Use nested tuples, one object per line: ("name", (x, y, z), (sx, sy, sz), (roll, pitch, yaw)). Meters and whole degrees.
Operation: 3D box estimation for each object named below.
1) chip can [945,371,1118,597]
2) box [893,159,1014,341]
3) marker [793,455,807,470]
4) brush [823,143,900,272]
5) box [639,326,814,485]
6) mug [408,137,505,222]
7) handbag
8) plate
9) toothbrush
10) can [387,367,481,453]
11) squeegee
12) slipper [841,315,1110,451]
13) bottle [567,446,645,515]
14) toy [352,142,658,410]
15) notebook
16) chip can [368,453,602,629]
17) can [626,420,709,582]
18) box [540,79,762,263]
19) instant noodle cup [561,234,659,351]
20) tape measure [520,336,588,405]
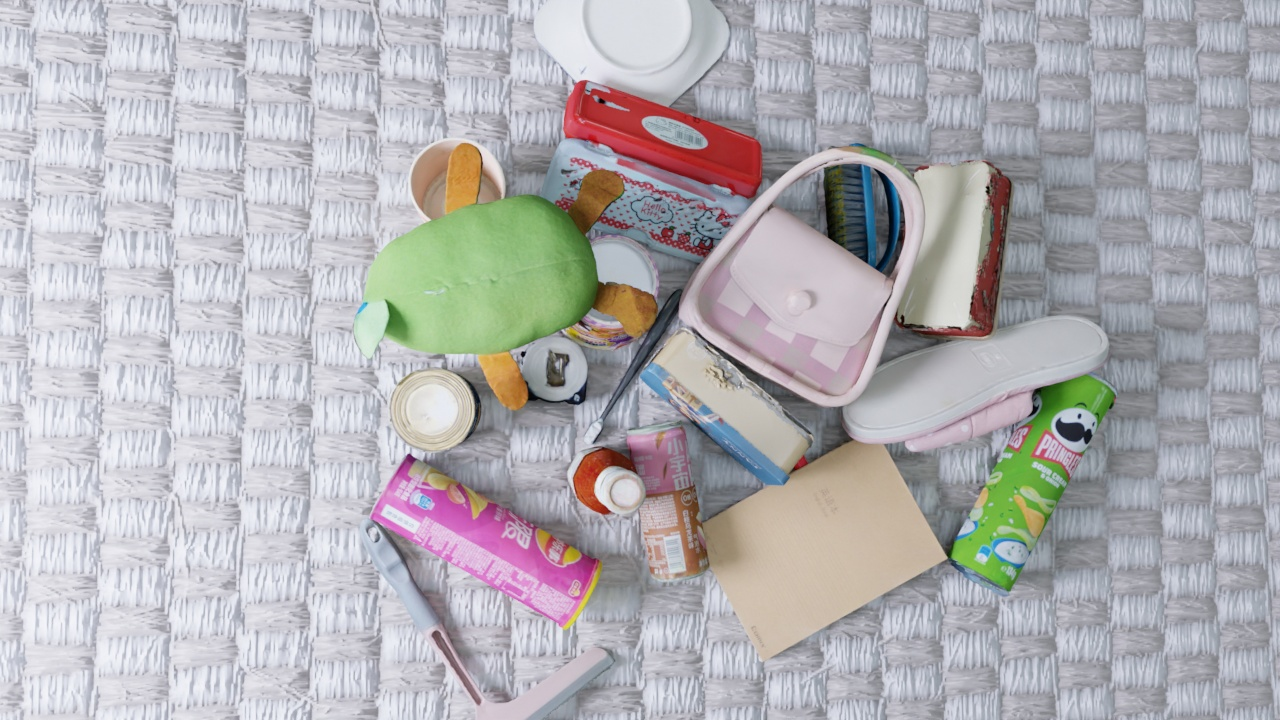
("chip can", (0.393, 0.118, 0.924), (0.072, 0.072, 0.236), (31, 84, -5))
("box", (0.306, -0.108, 0.902), (0.076, 0.091, 0.168), (12, 85, -47))
("marker", (0.187, 0.153, 0.923), (0.017, 0.017, 0.145), (-29, 92, -8))
("brush", (0.224, -0.147, 0.922), (0.073, 0.055, 0.144), (-4, 88, -7))
("box", (0.086, 0.049, 0.876), (0.184, 0.090, 0.060), (42, 82, 3))
("mug", (-0.154, -0.140, 0.846), (0.114, 0.106, 0.081), (40, 83, -4))
("handbag", (0.167, -0.089, 0.862), (0.193, 0.093, 0.234), (31, 103, -7))
("plate", (-0.006, -0.334, 0.912), (0.164, 0.034, 0.163), (44, 83, -5))
("toothbrush", (-0.005, 0.005, 0.906), (0.015, 0.018, 0.181), (32, 82, 2))
("can", (-0.184, 0.044, 0.831), (0.075, 0.111, 0.075), (0, 87, -8))
("squeegee", (-0.191, 0.254, 0.858), (0.247, 0.040, 0.249), (-32, 86, -24))
("slipper", (0.329, 0.027, 0.907), (0.274, 0.114, 0.054), (-20, 124, -4))
("bottle", (-0.027, 0.107, 0.801), (0.059, 0.206, 0.059), (0, 87, -9))
("toy", (-0.118, -0.071, 0.768), (0.246, 0.090, 0.227), (-12, 91, -5))
("notebook", (0.175, 0.182, 0.910), (0.211, 0.012, 0.149), (-29, 90, 0))
("chip can", (-0.142, 0.167, 0.852), (0.210, 0.071, 0.071), (31, 84, -5))
("can", (0.026, 0.134, 0.882), (0.058, 0.058, 0.147), (-10, 89, -8))
("box", (0.011, -0.179, 0.899), (0.201, 0.099, 0.118), (16, 50, -13))
("instant noodle cup", (-0.030, -0.069, 0.864), (0.111, 0.099, 0.111), (1, 86, -9))
("tape measure", (-0.083, 0.009, 0.886), (0.065, 0.033, 0.066), (3, 87, -9))
